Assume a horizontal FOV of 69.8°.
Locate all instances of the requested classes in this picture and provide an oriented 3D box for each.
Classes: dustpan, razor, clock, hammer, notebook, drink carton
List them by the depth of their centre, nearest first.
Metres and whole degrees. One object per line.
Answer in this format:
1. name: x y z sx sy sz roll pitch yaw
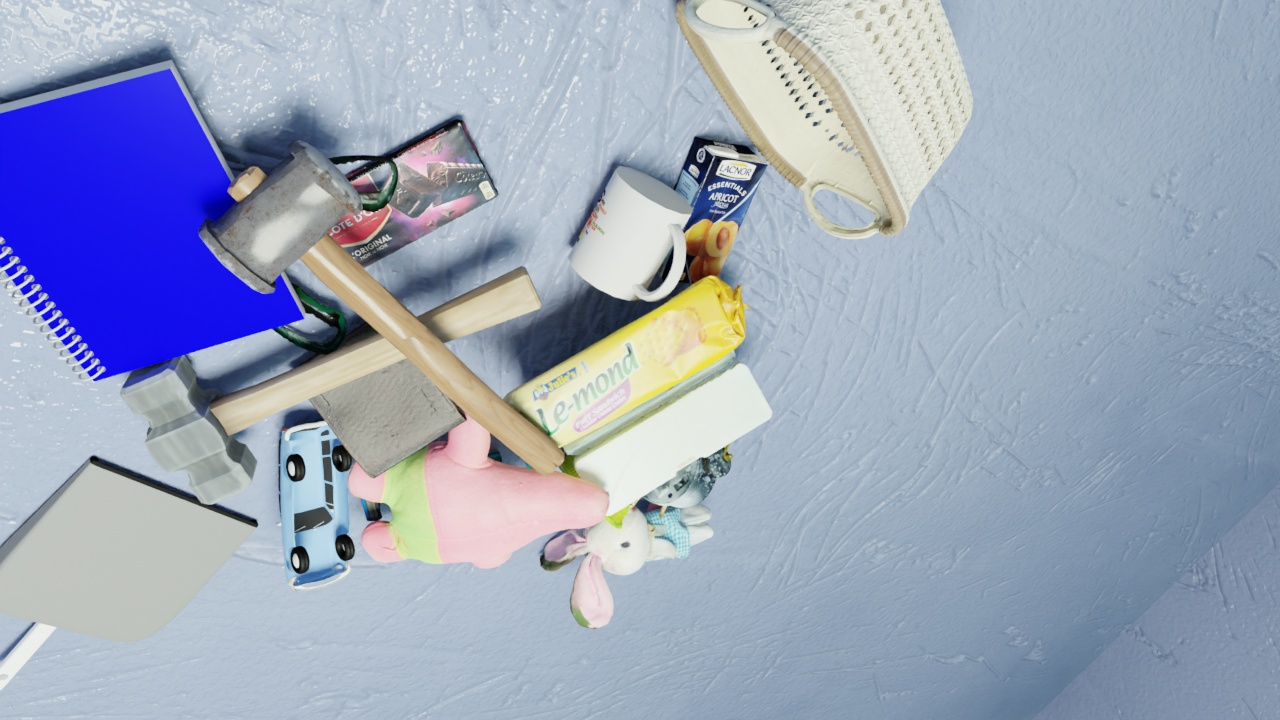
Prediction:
1. notebook: -0.356 -0.084 0.630 0.171 0.022 0.209 -17 135 -6
2. hammer: -0.169 -0.015 0.684 0.098 0.052 0.328 -43 121 -3
3. hammer: -0.234 0.003 0.732 0.323 0.051 0.117 -23 119 -2
4. dustpan: -0.494 0.206 0.817 0.257 0.033 0.163 -48 136 2
5. drink carton: 0.060 -0.135 0.837 0.064 0.040 0.130 1 126 -32
6. razor: -0.207 0.117 0.915 0.143 0.022 0.042 -18 122 -23
7. clock: 0.049 0.109 1.011 0.130 0.090 0.052 -45 141 17

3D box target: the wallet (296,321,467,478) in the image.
1. wallet: -0.224 0.031 0.789 0.099 0.031 0.120 -33 107 -2

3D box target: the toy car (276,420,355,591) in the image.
1. toy car: -0.291 0.127 0.815 0.056 0.055 0.153 -9 106 -44

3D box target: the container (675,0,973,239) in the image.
1. container: 0.151 -0.222 0.722 0.143 0.184 0.246 -48 137 0

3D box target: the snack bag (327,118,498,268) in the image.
1. snack bag: -0.191 -0.123 0.714 0.155 0.018 0.075 -29 136 -3

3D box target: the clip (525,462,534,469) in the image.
1. clip: -0.157 0.154 0.976 0.113 0.028 0.127 5 126 -36

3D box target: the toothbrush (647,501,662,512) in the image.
1. toothbrush: 0.038 0.137 1.083 0.021 0.016 0.136 3 130 -35

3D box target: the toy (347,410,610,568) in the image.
1. toy: -0.147 0.132 0.863 0.237 0.096 0.192 -2 124 -1

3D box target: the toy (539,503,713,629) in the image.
1. toy: -0.001 0.203 1.042 0.205 0.131 0.106 -15 134 -25

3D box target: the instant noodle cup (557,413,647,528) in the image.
1. instant noodle cup: -0.019 0.105 0.970 0.108 0.099 0.099 -44 137 -1

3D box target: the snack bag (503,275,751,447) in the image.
1. snack bag: -0.005 0.005 0.833 0.247 0.068 0.159 -29 176 3

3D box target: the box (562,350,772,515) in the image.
1. box: 0.019 0.057 0.919 0.197 0.125 0.075 -30 136 -4

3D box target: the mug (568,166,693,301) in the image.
1. mug: -0.001 -0.100 0.785 0.073 0.105 0.090 2 127 -48

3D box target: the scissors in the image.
1. scissors: -0.256 -0.093 0.683 0.204 0.015 0.201 -30 135 13
